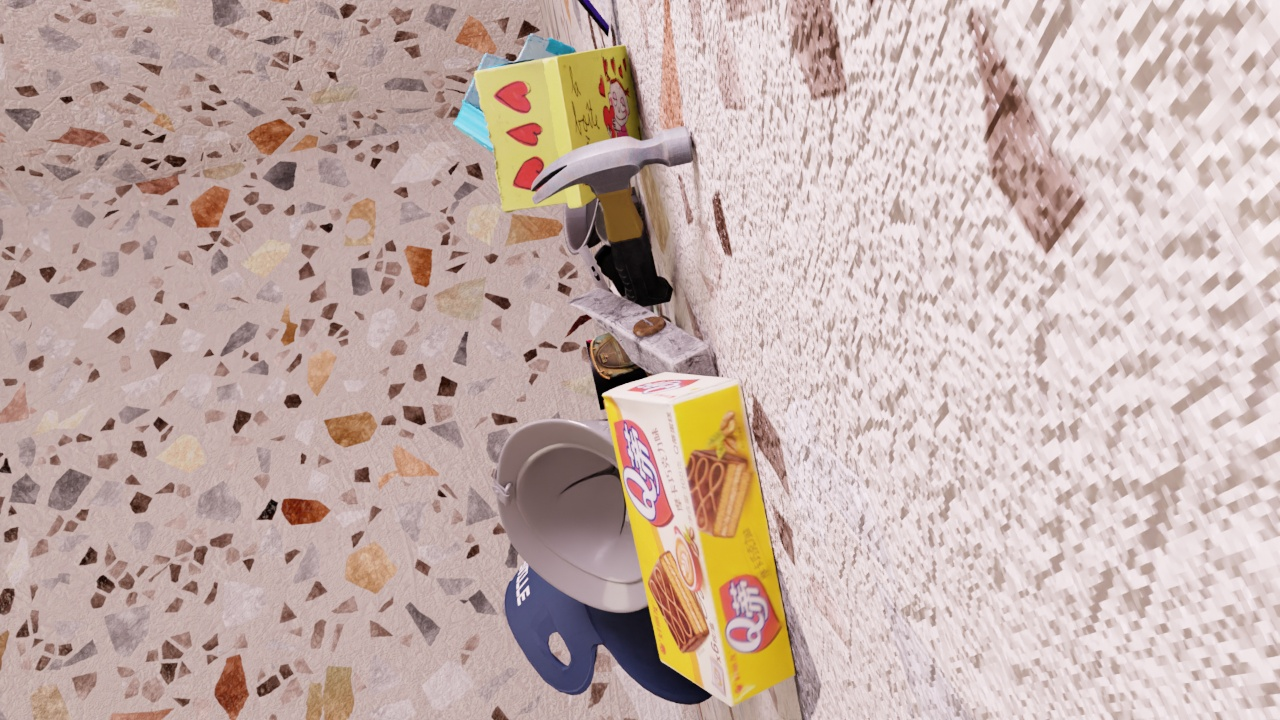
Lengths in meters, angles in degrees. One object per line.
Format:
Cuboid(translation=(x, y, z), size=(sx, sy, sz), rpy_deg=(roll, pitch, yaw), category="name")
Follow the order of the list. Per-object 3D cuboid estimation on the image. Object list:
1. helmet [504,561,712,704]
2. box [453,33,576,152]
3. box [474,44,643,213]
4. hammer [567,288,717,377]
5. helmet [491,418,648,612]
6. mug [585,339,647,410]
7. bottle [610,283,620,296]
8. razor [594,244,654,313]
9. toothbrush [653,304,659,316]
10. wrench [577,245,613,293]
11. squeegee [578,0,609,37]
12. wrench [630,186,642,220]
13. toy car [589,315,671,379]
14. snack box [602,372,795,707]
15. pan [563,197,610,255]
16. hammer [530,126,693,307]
Cuboid(translation=(-0.001, 0.286, 1.094), size=(0.272, 0.223, 0.232), rpy_deg=(48, -169, 2), category="helmet")
Cuboid(translation=(-0.079, -0.266, 0.977), size=(0.226, 0.098, 0.121), rpy_deg=(-8, -51, -62), category="box")
Cuboid(translation=(-0.063, -0.211, 0.817), size=(0.220, 0.081, 0.124), rpy_deg=(-57, -40, -68), category="box")
Cuboid(translation=(0.026, 0.082, 0.883), size=(0.218, 0.037, 0.301), rpy_deg=(34, 146, 56), category="hammer")
Cuboid(translation=(-0.031, 0.117, 0.863), size=(0.117, 0.183, 0.272), rpy_deg=(-53, -19, -41), category="helmet")
Cuboid(translation=(-0.006, 0.006, 1.037), size=(0.118, 0.098, 0.082), rpy_deg=(130, 128, -86), category="mug")
Cuboid(translation=(-0.007, -0.056, 1.227), size=(0.146, 0.051, 0.051), rpy_deg=(-107, 6, -48), category="bottle")
Cuboid(translation=(-0.015, -0.104, 1.201), size=(0.060, 0.057, 0.156), rpy_deg=(15, -148, -45), category="razor")
Cuboid(translation=(0.025, -0.013, 1.154), size=(0.022, 0.015, 0.155), rpy_deg=(-66, -30, -60), category="toothbrush")
Cuboid(translation=(-0.009, -0.017, 1.144), size=(0.273, 0.018, 0.083), rpy_deg=(63, 180, -4), category="wrench")
Cuboid(translation=(-0.072, -0.447, 0.883), size=(0.249, 0.055, 0.184), rpy_deg=(1, -103, -76), category="squeegee")
Cuboid(translation=(-0.011, -0.175, 1.170), size=(0.273, 0.018, 0.073), rpy_deg=(-122, 21, -85), category="wrench")
Cuboid(translation=(0.003, -0.017, 0.948), size=(0.047, 0.111, 0.047), rpy_deg=(-16, 94, 55), category="toy car")
Cuboid(translation=(0.042, 0.128, 0.693), size=(0.110, 0.061, 0.230), rpy_deg=(6, 110, 62), category="snack box")
Cuboid(translation=(-0.052, -0.203, 1.175), size=(0.356, 0.055, 0.187), rpy_deg=(-124, 43, -61), category="pan")
Cuboid(translation=(-0.010, -0.103, 0.781), size=(0.333, 0.118, 0.025), rpy_deg=(69, -169, -76), category="hammer")
